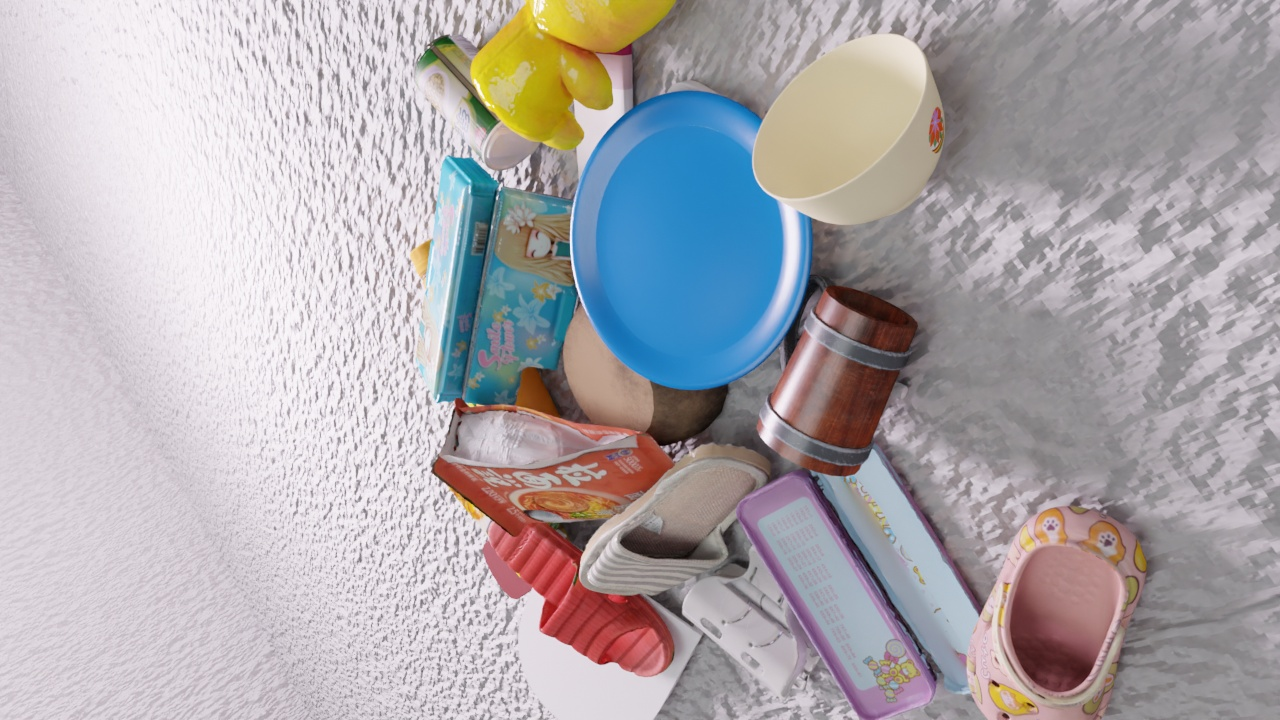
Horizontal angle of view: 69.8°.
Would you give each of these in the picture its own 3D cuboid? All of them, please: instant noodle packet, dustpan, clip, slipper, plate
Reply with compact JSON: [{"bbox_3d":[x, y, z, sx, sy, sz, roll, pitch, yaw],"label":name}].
[{"bbox_3d":[-0.058,0.104,0.870,0.221,0.083,0.164,-3,145,26],"label":"instant noodle packet"},{"bbox_3d":[-0.044,0.327,1.063,0.191,0.053,0.258,32,124,15],"label":"dustpan"},{"bbox_3d":[0.102,0.233,0.826,0.126,0.105,0.152,35,145,28],"label":"clip"},{"bbox_3d":[-0.076,0.256,0.979,0.249,0.059,0.104,38,125,12],"label":"slipper"},{"bbox_3d":[0.027,0.161,0.848,0.274,0.114,0.054,-51,35,42],"label":"slipper"},{"bbox_3d":[0.264,0.188,0.600,0.093,0.081,0.197,17,121,27],"label":"slipper"},{"bbox_3d":[0.036,-0.090,0.705,0.225,0.024,0.224,8,103,38],"label":"plate"}]

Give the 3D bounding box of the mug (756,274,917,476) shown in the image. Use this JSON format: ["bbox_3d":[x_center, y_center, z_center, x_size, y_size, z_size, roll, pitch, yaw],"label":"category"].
[{"bbox_3d":[0.131,0.004,0.651,0.117,0.081,0.111,52,128,53],"label":"mug"}]

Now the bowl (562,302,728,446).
[{"bbox_3d":[-0.005,0.005,0.818,0.162,0.070,0.162,27,130,37],"label":"bowl"}]

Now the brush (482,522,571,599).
[{"bbox_3d":[-0.136,0.235,1.130,0.082,0.041,0.174,57,142,8],"label":"brush"}]

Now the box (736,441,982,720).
[{"bbox_3d":[0.183,0.176,0.727,0.152,0.040,0.214,-35,85,39],"label":"box"}]

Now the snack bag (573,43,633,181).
[{"bbox_3d":[-0.029,-0.200,0.768,0.070,0.016,0.197,22,124,40],"label":"snack bag"}]

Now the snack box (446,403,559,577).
[{"bbox_3d":[-0.160,0.145,1.054,0.168,0.027,0.132,45,127,23],"label":"snack box"}]

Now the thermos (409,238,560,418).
[{"bbox_3d":[-0.177,-0.020,0.993,0.092,0.076,0.232,-27,91,31],"label":"thermos"}]

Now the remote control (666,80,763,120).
[{"bbox_3d":[0.069,-0.165,0.679,0.136,0.013,0.043,39,137,27],"label":"remote control"}]

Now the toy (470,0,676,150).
[{"bbox_3d":[-0.059,-0.261,0.693,0.194,0.087,0.134,-43,64,38],"label":"toy"}]

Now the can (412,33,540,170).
[{"bbox_3d":[-0.149,-0.237,0.845,0.121,0.067,0.067,48,140,18],"label":"can"}]

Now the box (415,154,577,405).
[{"bbox_3d":[-0.150,-0.064,0.875,0.168,0.086,0.228,24,115,22],"label":"box"}]

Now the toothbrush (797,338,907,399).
[{"bbox_3d":[0.123,-0.009,0.712,0.187,0.012,0.017,27,143,37],"label":"toothbrush"}]

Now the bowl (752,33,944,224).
[{"bbox_3d":[0.138,-0.128,0.564,0.118,0.117,0.074,3,155,48],"label":"bowl"}]
